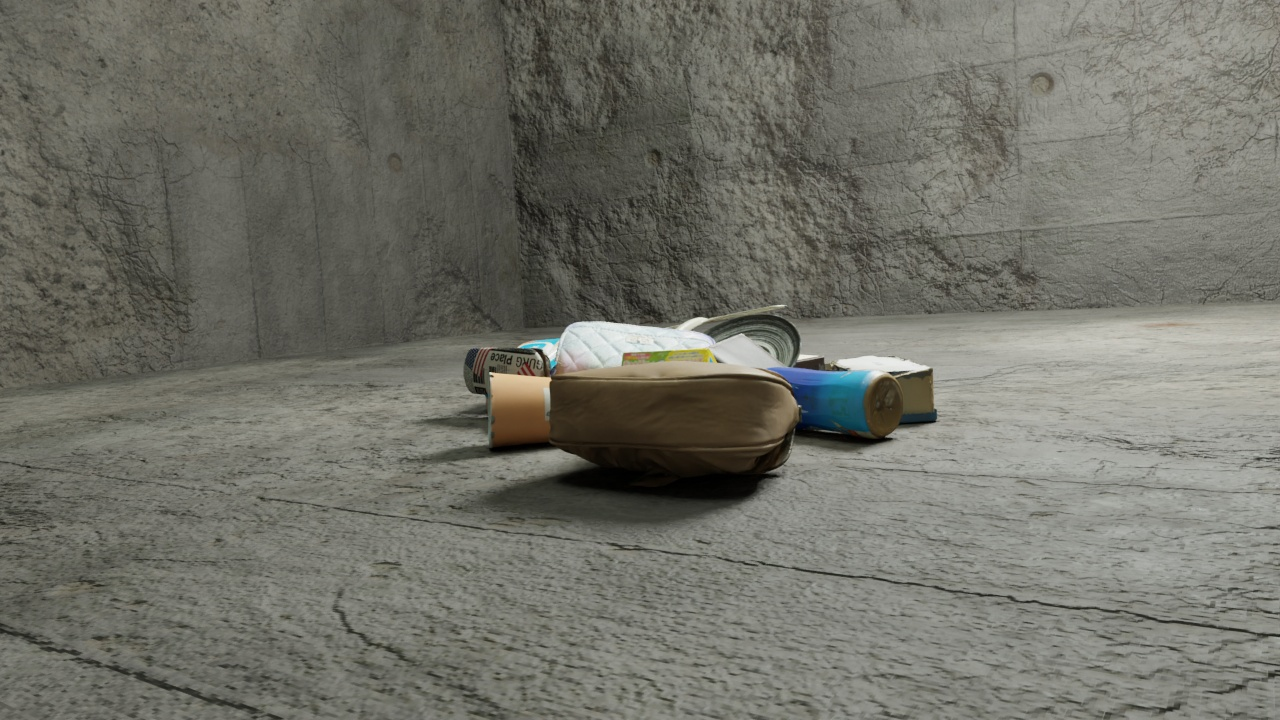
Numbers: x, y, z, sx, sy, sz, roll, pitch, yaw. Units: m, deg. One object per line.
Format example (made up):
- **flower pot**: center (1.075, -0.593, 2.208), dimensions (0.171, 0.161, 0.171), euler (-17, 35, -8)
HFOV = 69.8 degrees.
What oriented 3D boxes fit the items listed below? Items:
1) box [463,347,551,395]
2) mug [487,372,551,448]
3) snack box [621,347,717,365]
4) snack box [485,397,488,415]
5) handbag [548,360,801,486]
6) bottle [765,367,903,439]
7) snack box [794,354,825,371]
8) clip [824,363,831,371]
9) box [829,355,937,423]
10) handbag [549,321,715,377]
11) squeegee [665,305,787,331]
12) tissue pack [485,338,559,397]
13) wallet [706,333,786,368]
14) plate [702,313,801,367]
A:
- **box**: center (-0.168, 0.014, 1.168), dimensions (0.165, 0.071, 0.057), euler (5, -14, 44)
- **mug**: center (-0.097, 0.051, 0.957), dimensions (0.122, 0.078, 0.078), euler (0, 4, -10)
- **snack box**: center (0.042, 0.033, 0.906), dimensions (0.087, 0.033, 0.140), euler (-2, -29, 19)
- **snack box**: center (-0.138, 0.061, 1.130), dimensions (0.084, 0.026, 0.157), euler (-5, 5, -17)
- **handbag**: center (0.026, 0.050, 0.754), dimensions (0.205, 0.100, 0.147), euler (0, -1, 38)
- **bottle**: center (0.158, 0.038, 0.931), dimensions (0.065, 0.065, 0.219), euler (-8, 7, -39)
- **snack box**: center (0.168, 0.016, 1.253), dimensions (0.125, 0.053, 0.113), euler (-10, 8, -28)
- **clip**: center (0.252, 0.020, 1.271), dimensions (0.103, 0.035, 0.092), euler (-5, 1, 43)
- **box**: center (0.263, 0.031, 1.005), dimensions (0.090, 0.060, 0.184), euler (-4, 7, 4)
- **handbag**: center (-0.007, 0.006, 1.094), dimensions (0.194, 0.076, 0.134), euler (5, 30, 1)
- **squeegee**: center (0.045, -0.016, 1.296), dimensions (0.247, 0.039, 0.245), euler (-10, 23, 42)
- **tissue pack**: center (-0.151, 0.015, 1.284), dimensions (0.090, 0.063, 0.139), euler (-4, 23, 29)
- **wallet**: center (0.139, 0.015, 1.053), dimensions (0.122, 0.020, 0.096), euler (39, 31, 21)
- **plate**: center (0.120, 0.007, 1.161), dimensions (0.180, 0.024, 0.179), euler (-19, 35, 14)
